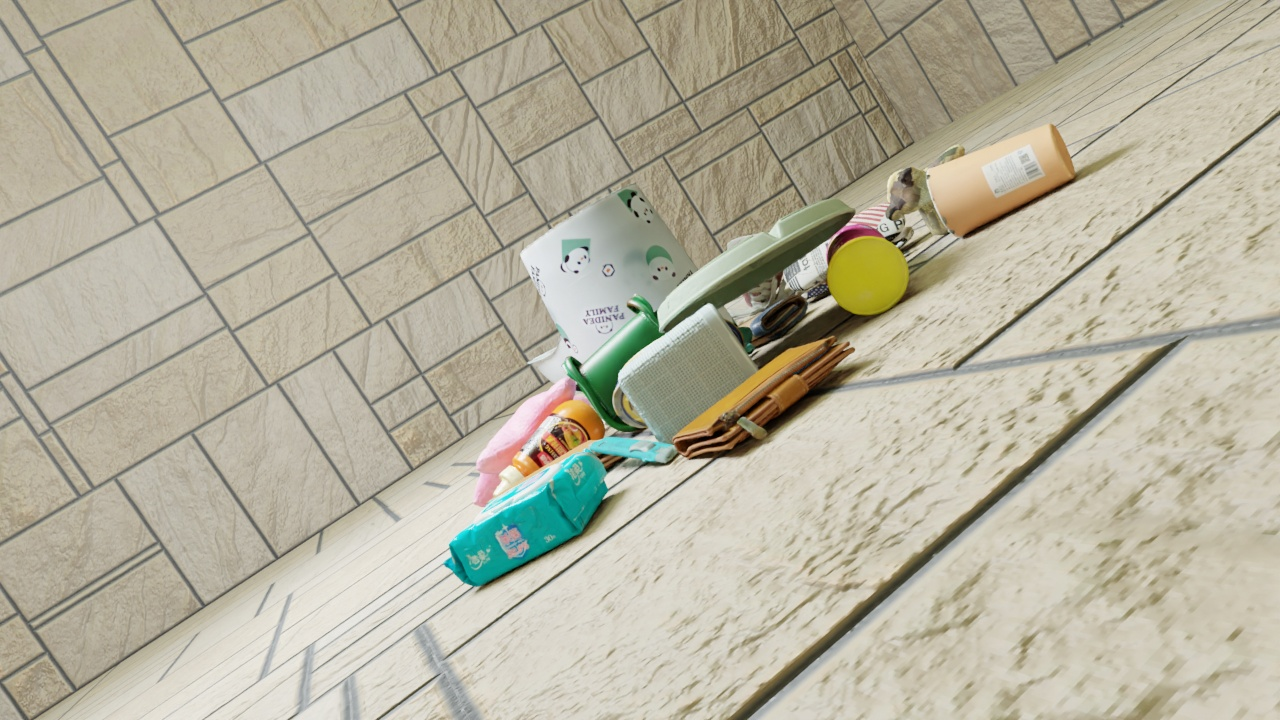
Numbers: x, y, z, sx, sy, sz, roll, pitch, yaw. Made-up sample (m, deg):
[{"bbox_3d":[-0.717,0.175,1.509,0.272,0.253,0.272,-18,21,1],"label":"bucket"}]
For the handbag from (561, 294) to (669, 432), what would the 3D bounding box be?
[{"bbox_3d":[-0.006,0.006,1.025,0.131,0.120,0.068,-42,4,4],"label":"handbag"}]

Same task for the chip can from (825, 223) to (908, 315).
[{"bbox_3d":[0.222,-0.097,0.920,0.071,0.071,0.210,-31,5,15],"label":"chip can"}]

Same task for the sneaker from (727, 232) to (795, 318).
[{"bbox_3d":[0.177,-0.117,1.346,0.118,0.087,0.241,-9,-14,5],"label":"sneaker"}]

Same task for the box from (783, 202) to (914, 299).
[{"bbox_3d":[0.261,-0.121,1.131,0.164,0.082,0.075,-29,39,19],"label":"box"}]

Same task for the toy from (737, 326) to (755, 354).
[{"bbox_3d":[0.096,-0.010,1.013,0.096,0.030,0.092,-22,-21,-30],"label":"toy"}]

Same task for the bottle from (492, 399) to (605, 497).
[{"bbox_3d":[-0.108,0.110,1.043,0.149,0.067,0.067,-42,8,-24],"label":"bottle"}]

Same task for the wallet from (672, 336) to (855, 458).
[{"bbox_3d":[0.094,0.027,0.709,0.130,0.035,0.119,-35,5,-18],"label":"wallet"}]

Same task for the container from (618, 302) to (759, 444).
[{"bbox_3d":[0.044,0.015,0.852,0.111,0.090,0.090,-35,4,3],"label":"container"}]

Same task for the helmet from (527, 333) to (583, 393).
[{"bbox_3d":[-0.045,-0.028,1.513,0.259,0.146,0.229,-40,3,4],"label":"helmet"}]

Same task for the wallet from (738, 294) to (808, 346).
[{"bbox_3d":[0.137,-0.036,1.102,0.090,0.033,0.116,-33,3,-41],"label":"wallet"}]

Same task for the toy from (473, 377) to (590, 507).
[{"bbox_3d":[-0.139,0.108,1.145,0.194,0.074,0.179,-45,-15,-9],"label":"toy"}]

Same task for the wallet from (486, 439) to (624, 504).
[{"bbox_3d":[-0.084,0.120,0.926,0.131,0.031,0.108,-31,5,-24],"label":"wallet"}]

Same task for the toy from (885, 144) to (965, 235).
[{"bbox_3d":[0.340,-0.195,1.022,0.157,0.066,0.105,-12,-49,-26],"label":"toy"}]

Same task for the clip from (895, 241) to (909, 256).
[{"bbox_3d":[0.283,-0.116,1.062,0.058,0.038,0.026,-33,3,13],"label":"clip"}]

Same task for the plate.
[{"bbox_3d":[0.113,-0.097,0.933,0.230,0.027,0.230,-30,-5,-3],"label":"plate"}]

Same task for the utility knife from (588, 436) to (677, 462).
[{"bbox_3d":[-0.010,0.080,0.836,0.029,0.013,0.158,-29,13,-27],"label":"utility knife"}]

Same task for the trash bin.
[{"bbox_3d":[-0.018,-0.081,1.226,0.229,0.252,0.229,-31,5,3],"label":"trash bin"}]

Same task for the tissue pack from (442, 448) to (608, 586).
[{"bbox_3d":[-0.095,0.131,0.768,0.134,0.050,0.093,-31,6,20],"label":"tissue pack"}]

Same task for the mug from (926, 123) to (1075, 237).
[{"bbox_3d":[0.360,-0.182,0.915,0.123,0.078,0.078,-24,9,36],"label":"mug"}]

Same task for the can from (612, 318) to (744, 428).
[{"bbox_3d":[0.039,0.014,0.945,0.148,0.074,0.049,-30,16,20],"label":"can"}]
